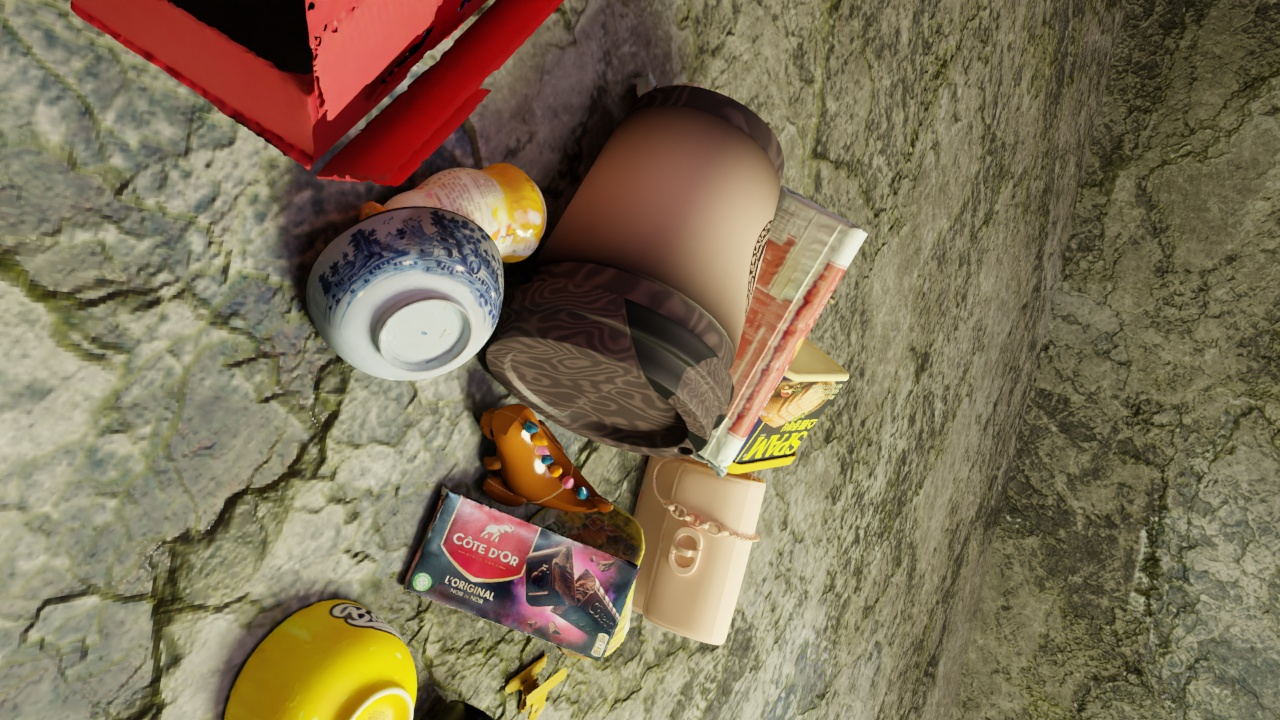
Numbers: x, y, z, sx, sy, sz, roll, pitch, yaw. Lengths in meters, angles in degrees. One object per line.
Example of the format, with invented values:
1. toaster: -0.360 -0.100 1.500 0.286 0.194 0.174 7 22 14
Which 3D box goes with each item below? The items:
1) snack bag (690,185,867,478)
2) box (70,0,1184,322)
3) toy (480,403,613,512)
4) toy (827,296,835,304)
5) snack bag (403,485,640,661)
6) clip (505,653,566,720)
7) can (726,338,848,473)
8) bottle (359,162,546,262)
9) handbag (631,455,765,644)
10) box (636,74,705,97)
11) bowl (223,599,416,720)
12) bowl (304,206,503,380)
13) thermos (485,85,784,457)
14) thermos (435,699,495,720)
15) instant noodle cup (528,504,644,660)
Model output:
1. snack bag: 0.091 -0.022 0.736 0.225 0.077 0.041 -62 162 14
2. box: -0.019 -0.152 0.360 0.211 0.410 0.107 -55 154 -27
3. toy: -0.066 0.072 0.651 0.070 0.103 0.090 -53 148 -29
4. toy: 0.179 -0.090 0.993 0.100 0.063 0.076 42 30 -39
5. snack bag: -0.081 0.152 0.648 0.155 0.018 0.074 24 81 -12
6. clip: -0.086 0.279 0.770 0.054 0.045 0.048 -22 95 -53
7. can: 0.113 0.035 0.827 0.135 0.075 0.104 1 127 -55
8. bottle: -0.112 -0.084 0.553 0.108 0.063 0.063 -17 117 -40
9. handbag: 0.081 0.164 0.893 0.187 0.117 0.199 12 92 -57
10. box: 0.054 -0.161 0.762 0.054 0.078 0.187 -40 142 -4
11. bowl: -0.183 0.214 0.560 0.117 0.068 0.117 -27 124 -49
12. bowl: -0.125 -0.027 0.518 0.114 0.045 0.114 -17 137 -17
13. thermos: 0.009 -0.068 0.657 0.173 0.173 0.225 54 52 -50
14. thermos: -0.164 0.349 0.626 0.220 0.098 0.098 -56 143 -35
15. instant noodle cup: -0.045 0.182 0.739 0.102 0.102 0.108 -44 145 -39
